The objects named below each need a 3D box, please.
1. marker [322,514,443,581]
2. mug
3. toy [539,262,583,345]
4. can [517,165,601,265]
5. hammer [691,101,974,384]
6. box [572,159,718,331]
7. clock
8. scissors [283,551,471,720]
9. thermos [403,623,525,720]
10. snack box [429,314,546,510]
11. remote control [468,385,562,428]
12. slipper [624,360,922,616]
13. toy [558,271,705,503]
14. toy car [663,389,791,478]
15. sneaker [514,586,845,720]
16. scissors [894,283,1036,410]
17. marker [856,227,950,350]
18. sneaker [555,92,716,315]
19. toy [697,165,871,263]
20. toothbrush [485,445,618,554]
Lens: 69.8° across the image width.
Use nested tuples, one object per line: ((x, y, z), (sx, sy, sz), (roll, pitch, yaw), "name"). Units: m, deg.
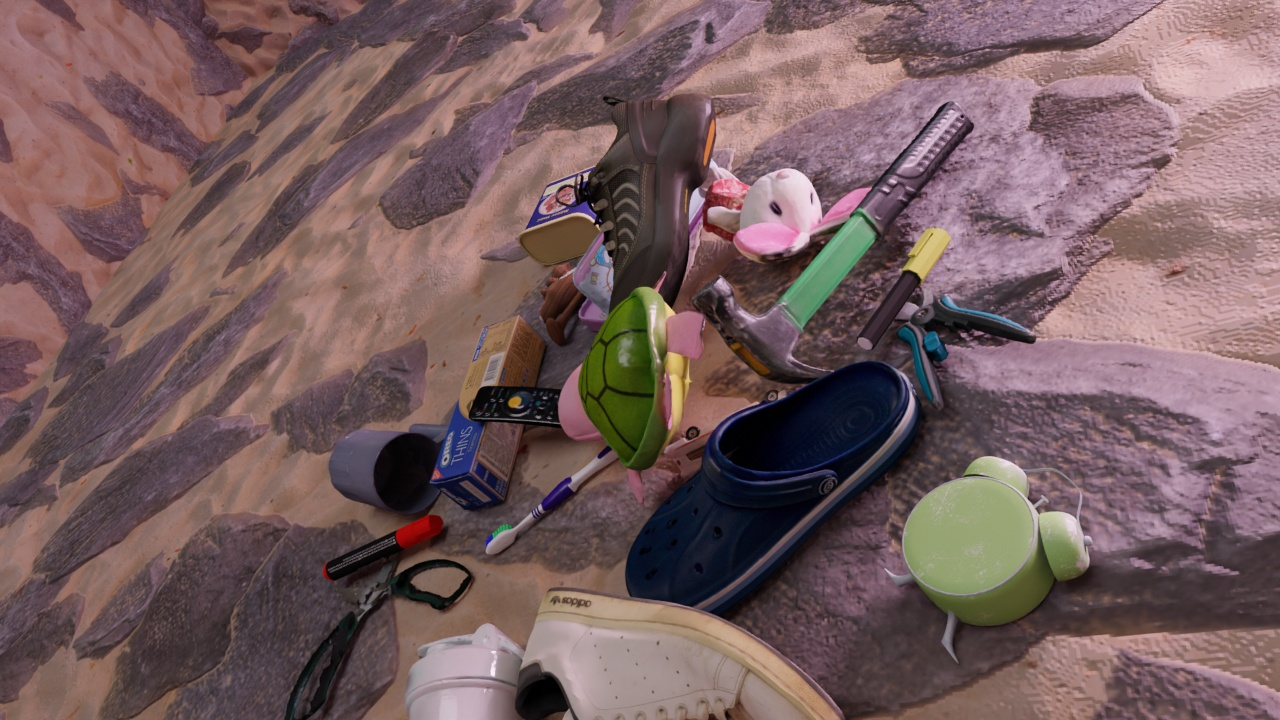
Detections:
((-0.259, 0.188, 0.916), (0.145, 0.021, 0.023), (-26, 1, 21), "marker")
((-0.254, 0.104, 0.974), (0.104, 0.084, 0.123), (0, 30, 46), "mug")
((-0.086, -0.068, 1.008), (0.055, 0.042, 0.101), (12, 52, 24), "toy")
((-0.080, -0.174, 1.096), (0.116, 0.056, 0.092), (-11, 45, 37), "can")
((0.182, -0.107, 0.746), (0.318, 0.130, 0.032), (-48, 7, -23), "hammer")
((-0.003, -0.138, 0.952), (0.089, 0.092, 0.213), (8, 60, 47), "box")
((0.206, 0.108, 0.544), (0.119, 0.042, 0.094), (-40, 37, 4), "clock")
((-0.246, 0.247, 0.861), (0.202, 0.015, 0.201), (-12, 44, 37), "scissors")
((-0.118, 0.296, 0.632), (0.099, 0.099, 0.220), (-27, 43, 22), "thermos")
((-0.152, 0.050, 0.937), (0.057, 0.056, 0.206), (-16, 43, 29), "snack box")
((-0.088, 0.046, 0.864), (0.152, 0.020, 0.041), (4, 53, 17), "remote control")
((0.081, 0.080, 0.653), (0.253, 0.095, 0.105), (-39, 38, 1), "slipper")
((-0.006, 0.017, 0.724), (0.239, 0.087, 0.190), (157, 118, -71), "toy")
((0.076, 0.062, 0.725), (0.113, 0.039, 0.039), (-27, 60, 21), "toy car")
((0.005, 0.215, 0.581), (0.242, 0.089, 0.102), (0, 48, 43), "sneaker")
((0.225, -0.020, 0.667), (0.125, 0.019, 0.155), (-19, 35, 39), "scissors")
((0.204, -0.057, 0.716), (0.123, 0.021, 0.018), (-50, 20, -22), "marker")
((-0.024, -0.138, 0.841), (0.143, 0.101, 0.238), (13, 89, 10), "sneaker")
((0.118, -0.136, 0.840), (0.159, 0.084, 0.194), (-21, 28, -18), "toy")
((-0.068, 0.116, 0.825), (0.187, 0.015, 0.016), (-39, 32, 6), "toothbrush")
